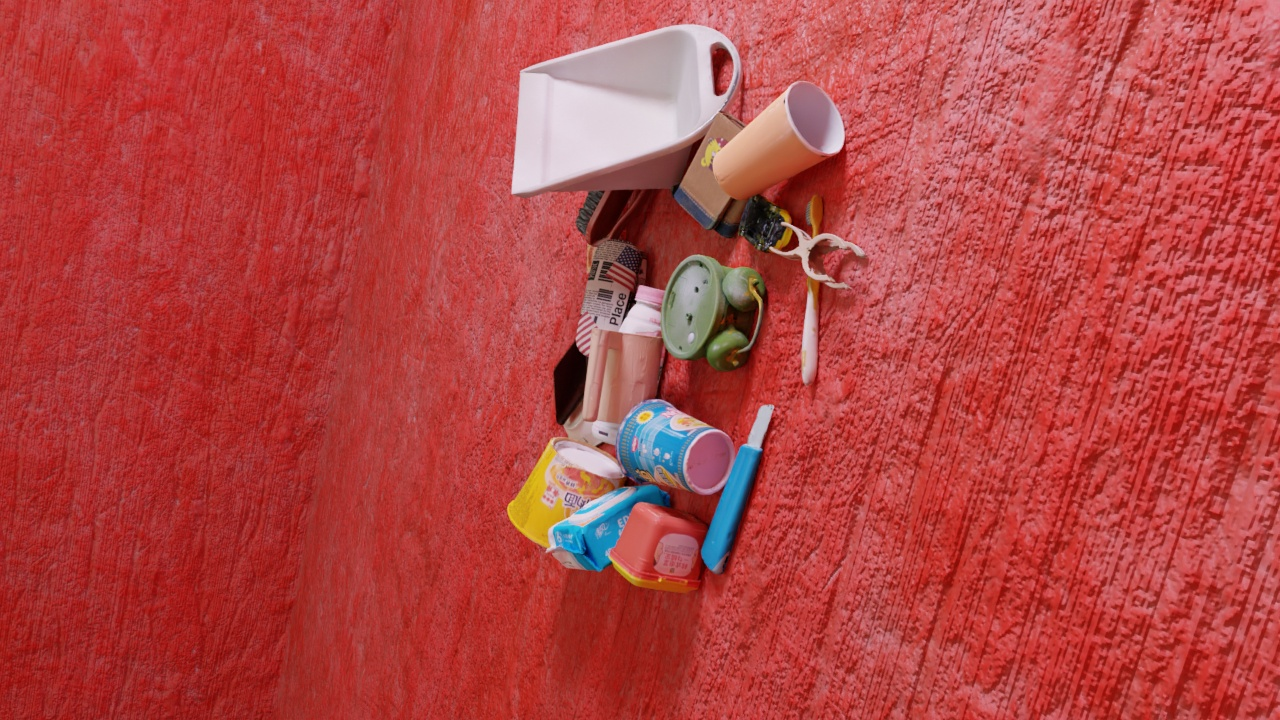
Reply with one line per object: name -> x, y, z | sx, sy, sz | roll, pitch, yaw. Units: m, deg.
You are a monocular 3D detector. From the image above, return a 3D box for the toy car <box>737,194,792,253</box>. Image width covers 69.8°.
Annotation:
toy car -> 0.132, -0.143, 0.959 | 0.105, 0.032, 0.048 | -121, 47, -65

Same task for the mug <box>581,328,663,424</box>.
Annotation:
mug -> -0.028, 0.018, 1.044 | 0.084, 0.124, 0.103 | 8, 92, 23

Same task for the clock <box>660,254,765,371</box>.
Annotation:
clock -> 0.082, -0.051, 0.998 | 0.161, 0.056, 0.116 | 28, 107, 60

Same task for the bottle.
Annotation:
bottle -> -0.007, 0.007, 1.133 | 0.068, 0.068, 0.197 | 23, 101, 61

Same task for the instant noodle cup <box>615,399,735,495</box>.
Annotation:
instant noodle cup -> 0.043, 0.100, 1.000 | 0.110, 0.099, 0.099 | 13, 94, 53

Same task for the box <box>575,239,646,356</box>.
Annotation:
box -> -0.040, -0.077, 1.186 | 0.076, 0.087, 0.162 | -7, 66, 57

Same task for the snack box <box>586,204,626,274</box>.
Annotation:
snack box -> -0.048, -0.202, 1.305 | 0.075, 0.025, 0.152 | -22, 63, 58

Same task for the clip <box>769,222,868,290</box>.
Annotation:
clip -> 0.160, -0.089, 0.868 | 0.105, 0.034, 0.082 | 11, 88, 49

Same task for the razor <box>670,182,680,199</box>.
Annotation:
razor -> 0.088, -0.226, 1.065 | 0.133, 0.043, 0.028 | -32, 88, 50

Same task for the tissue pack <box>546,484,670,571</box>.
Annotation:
tissue pack -> -0.037, 0.194, 1.074 | 0.090, 0.139, 0.063 | -17, 98, 60

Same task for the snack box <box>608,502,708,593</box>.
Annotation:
snack box -> 0.024, 0.203, 1.002 | 0.082, 0.091, 0.080 | 25, 97, 59

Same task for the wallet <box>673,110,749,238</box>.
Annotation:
wallet -> 0.094, -0.206, 1.021 | 0.090, 0.033, 0.115 | 45, 123, 25

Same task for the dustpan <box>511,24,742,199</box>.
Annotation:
dustpan -> -0.018, -0.316, 1.104 | 0.143, 0.257, 0.222 | 106, 166, -57

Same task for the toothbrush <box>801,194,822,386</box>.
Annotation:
toothbrush -> 0.166, -0.069, 0.895 | 0.018, 0.016, 0.191 | 159, 116, -70

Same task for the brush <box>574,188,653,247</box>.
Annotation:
brush -> -0.030, -0.216, 1.223 | 0.069, 0.063, 0.146 | 34, 103, 20

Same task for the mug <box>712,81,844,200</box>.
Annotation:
mug -> 0.133, -0.212, 0.917 | 0.123, 0.078, 0.078 | -28, 58, 51

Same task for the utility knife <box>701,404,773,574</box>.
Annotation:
utility knife -> 0.102, 0.131, 0.951 | 0.034, 0.018, 0.191 | 33, 112, 46

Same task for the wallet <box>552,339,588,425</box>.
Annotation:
wallet -> -0.090, 0.018, 1.259 | 0.123, 0.020, 0.096 | -51, 36, 44

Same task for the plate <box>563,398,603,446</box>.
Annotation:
plate -> -0.079, 0.044, 1.287 | 0.165, 0.034, 0.163 | -38, 50, 50

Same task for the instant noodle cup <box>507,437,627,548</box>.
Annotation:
instant noodle cup -> -0.086, 0.170, 1.174 | 0.110, 0.138, 0.138 | -64, 32, 11
